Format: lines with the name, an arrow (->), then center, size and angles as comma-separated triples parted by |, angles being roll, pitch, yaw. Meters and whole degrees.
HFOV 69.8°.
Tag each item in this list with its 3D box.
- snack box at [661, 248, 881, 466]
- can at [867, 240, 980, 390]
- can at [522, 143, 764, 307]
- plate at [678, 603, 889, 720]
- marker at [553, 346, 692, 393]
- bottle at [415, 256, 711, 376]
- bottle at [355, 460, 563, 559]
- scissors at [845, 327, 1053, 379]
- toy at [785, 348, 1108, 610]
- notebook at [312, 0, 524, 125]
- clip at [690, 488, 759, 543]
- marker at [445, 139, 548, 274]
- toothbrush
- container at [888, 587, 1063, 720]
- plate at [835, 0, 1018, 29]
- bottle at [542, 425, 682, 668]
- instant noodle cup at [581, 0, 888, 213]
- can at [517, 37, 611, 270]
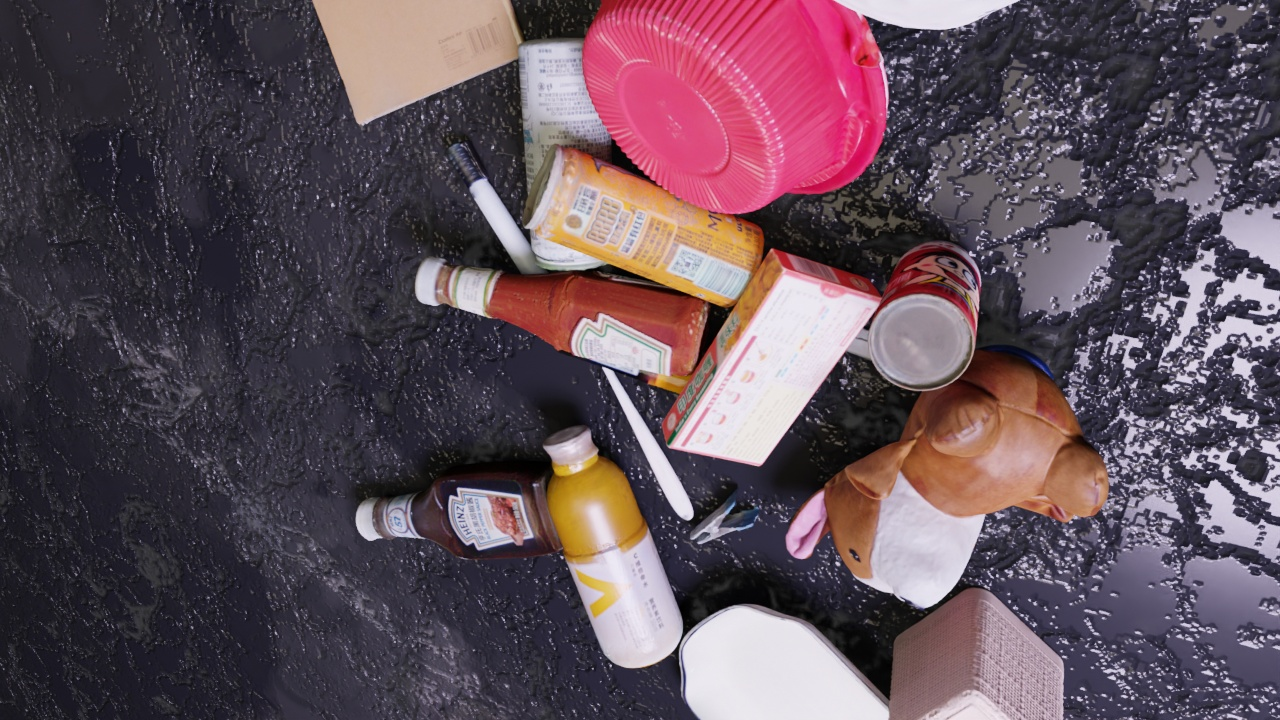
snack box -> 0.082, 0.004, 0.602 | 0.077, 0.027, 0.156 | 13, 127, -24
can -> 0.165, -0.030, 0.525 | 0.053, 0.132, 0.053 | 8, 112, 19
can -> 0.003, -0.083, 0.578 | 0.146, 0.058, 0.058 | 19, 119, -19
plate -> 0.145, 0.287, 0.693 | 0.265, 0.034, 0.162 | 44, 130, 7
marker -> -0.004, 0.004, 0.662 | 0.124, 0.015, 0.018 | 18, 101, 5
bottle -> -0.055, -0.037, 0.639 | 0.206, 0.059, 0.060 | 12, 114, 9
bottle -> -0.150, 0.126, 0.762 | 0.195, 0.043, 0.080 | -8, 106, 25
scissors -> 0.178, 0.012, 0.606 | 0.174, 0.012, 0.125 | -2, 109, 24
toy -> 0.184, 0.089, 0.568 | 0.140, 0.130, 0.200 | 26, 139, -10
notebook -> -0.175, -0.288, 0.630 | 0.150, 0.012, 0.211 | -13, 104, 24
clip -> 0.059, 0.120, 0.688 | 0.045, 0.027, 0.058 | 45, 123, -8
marker -> -0.099, -0.102, 0.668 | 0.023, 0.018, 0.131 | -30, 96, 29
toothbrush -> -0.006, 0.044, 0.688 | 0.016, 0.016, 0.180 | -24, 100, 29
container -> 0.224, 0.231, 0.615 | 0.090, 0.110, 0.090 | 43, 119, 1
plate -> 0.107, -0.239, 0.441 | 0.205, 0.204, 0.046 | 44, 142, 1
bottle -> -0.025, 0.141, 0.703 | 0.068, 0.067, 0.189 | -14, 104, 25
instant noodle cup -> 0.036, -0.150, 0.509 | 0.194, 0.065, 0.194 | 35, 161, 14
can -> -0.048, -0.137, 0.611 | 0.058, 0.058, 0.147 | 6, 112, 20
